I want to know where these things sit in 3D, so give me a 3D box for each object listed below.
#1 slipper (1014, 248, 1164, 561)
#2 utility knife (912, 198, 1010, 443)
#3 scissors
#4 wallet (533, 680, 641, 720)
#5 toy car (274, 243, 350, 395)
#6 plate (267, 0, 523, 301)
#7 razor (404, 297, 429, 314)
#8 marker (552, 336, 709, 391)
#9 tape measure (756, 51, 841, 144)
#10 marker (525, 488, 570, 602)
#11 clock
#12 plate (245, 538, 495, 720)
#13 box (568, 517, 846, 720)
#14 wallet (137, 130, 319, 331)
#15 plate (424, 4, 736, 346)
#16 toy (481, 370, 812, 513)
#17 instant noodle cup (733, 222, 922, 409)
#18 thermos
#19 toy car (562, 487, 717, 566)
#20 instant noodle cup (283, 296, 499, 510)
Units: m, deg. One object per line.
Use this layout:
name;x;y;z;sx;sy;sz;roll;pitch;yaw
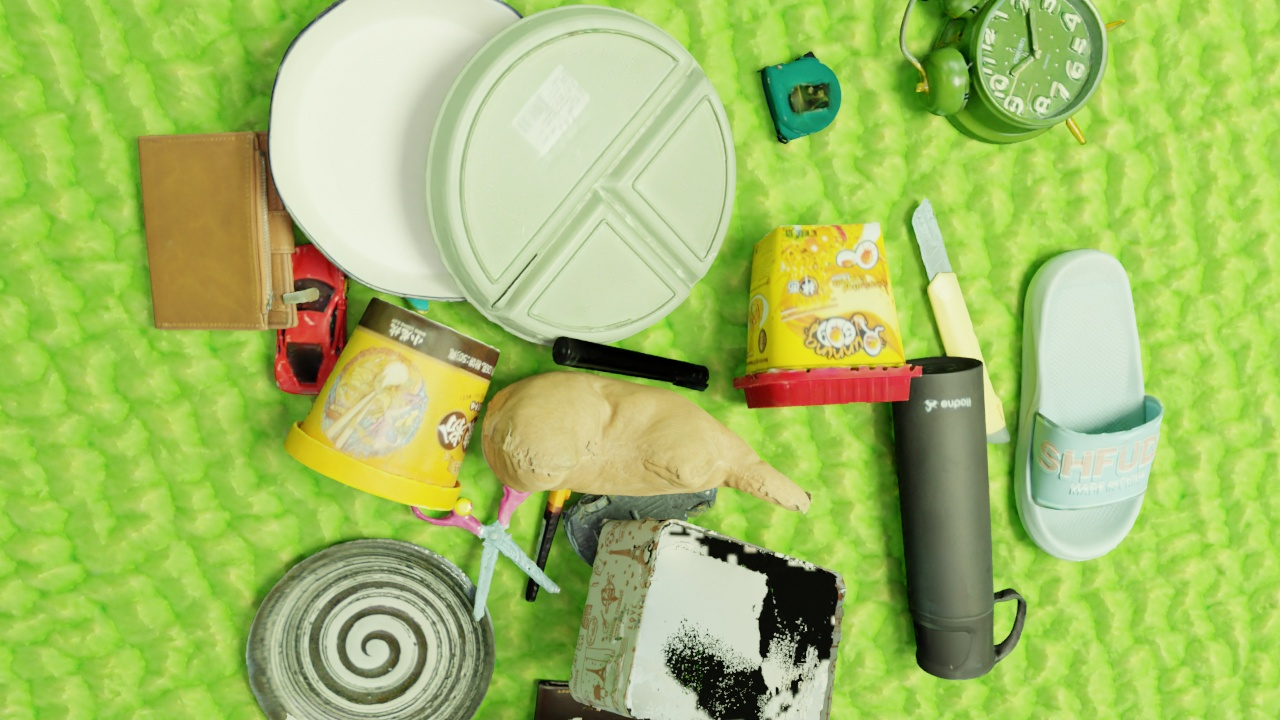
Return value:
slipper;0.351;0.037;0.708;0.104;0.074;0.245;-6;97;-8
utility knife;0.247;-0.025;0.712;0.031;0.021;0.208;-23;107;-6
scissors;-0.105;0.120;0.674;0.133;0.017;0.131;40;79;4
wallet;-0.041;0.313;0.721;0.096;0.020;0.122;7;96;-14
toy car;-0.230;-0.028;0.640;0.049;0.031;0.106;3;96;-9
plate;-0.138;-0.142;0.609;0.204;0.045;0.205;-3;97;-22
razor;-0.176;-0.094;0.638;0.043;0.028;0.132;-26;104;-21
marker;-0.004;0.004;0.650;0.131;0.022;0.020;11;138;-38
tape measure;0.118;-0.192;0.667;0.054;0.025;0.058;-18;101;-4
marker;-0.067;0.124;0.690;0.015;0.018;0.124;14;97;-17
clock;0.263;-0.224;0.667;0.161;0.056;0.116;15;95;-9
plate;-0.197;0.215;0.683;0.179;0.024;0.179;-1;99;-6
box;0.025;0.244;0.650;0.179;0.133;0.271;22;98;-28
wallet;-0.277;-0.085;0.609;0.119;0.035;0.131;1;98;11
plate;-0.029;-0.117;0.616;0.229;0.027;0.230;-9;109;-28
toy;0.005;0.057;0.625;0.226;0.143;0.083;8;109;-13
instant noodle cup;0.127;-0.030;0.654;0.116;0.116;0.123;-3;87;-7
thermos;0.246;0.119;0.709;0.090;0.068;0.242;-9;101;-6
toy car;0.000;0.108;0.689;0.120;0.037;0.054;-26;106;-14
instant noodle cup;-0.160;0.027;0.619;0.118;0.118;0.114;24;85;-11
